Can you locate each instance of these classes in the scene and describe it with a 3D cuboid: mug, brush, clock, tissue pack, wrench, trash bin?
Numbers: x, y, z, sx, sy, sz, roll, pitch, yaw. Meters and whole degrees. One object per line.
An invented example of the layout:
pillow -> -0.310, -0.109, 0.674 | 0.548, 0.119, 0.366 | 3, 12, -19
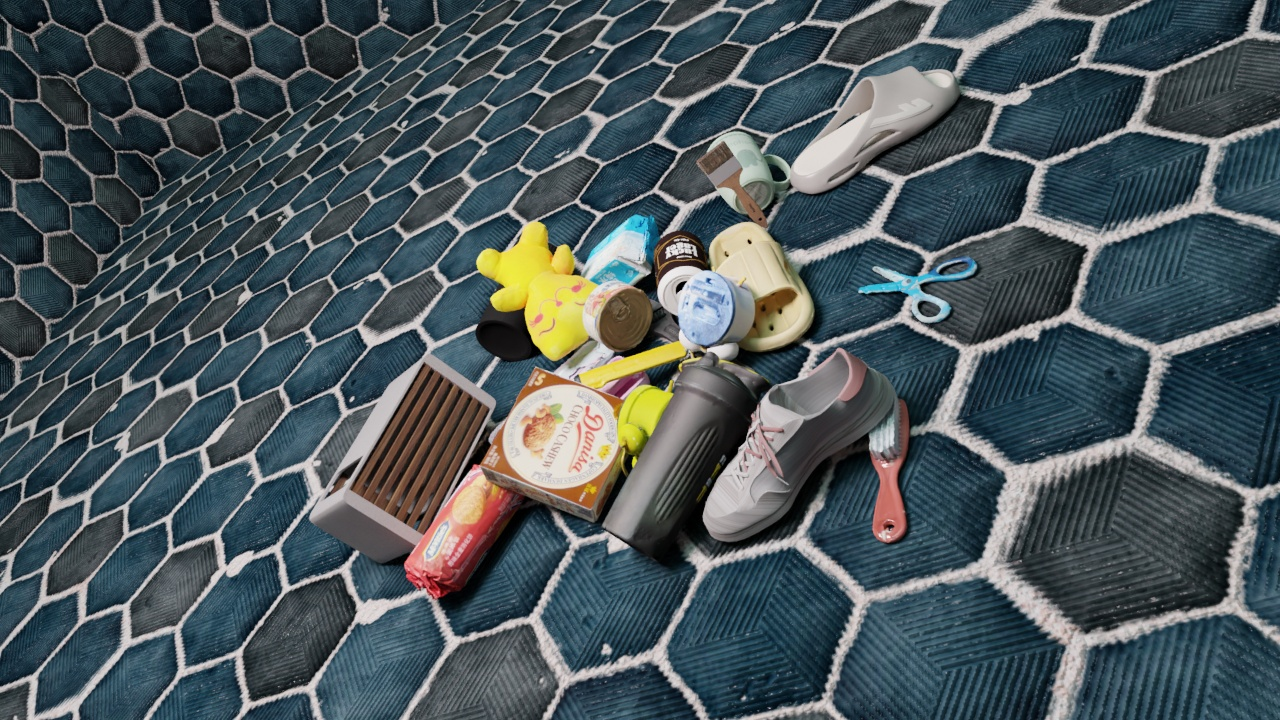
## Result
mug -> 0.160, -0.265, 1.309 | 0.111, 0.084, 0.104 | -9, 46, -11
brush -> 0.235, 0.095, 0.880 | 0.041, 0.030, 0.171 | -14, 42, 27
clock -> 0.010, 0.082, 1.033 | 0.057, 0.083, 0.118 | 12, 55, 38
brush -> 0.132, -0.228, 1.226 | 0.045, 0.143, 0.008 | -37, 34, 13
tissue pack -> -0.029, -0.138, 1.304 | 0.145, 0.061, 0.092 | -35, 27, 44
wrench -> 0.059, -0.024, 1.166 | 0.073, 0.018, 0.273 | -43, 38, -9
trash bin -> -0.301, 0.125, 1.176 | 0.115, 0.114, 0.228 | -29, 30, 47
clock -> 0.086, -0.046, 1.089 | 0.089, 0.051, 0.125 | 28, 109, 45

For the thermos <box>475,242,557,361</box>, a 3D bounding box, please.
thermos -> -0.170, -0.101, 1.377 | 0.086, 0.086, 0.198 | -9, 44, 32

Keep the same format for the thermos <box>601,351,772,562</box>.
thermos -> 0.044, 0.097, 0.963 | 0.098, 0.098, 0.220 | 19, 73, 48

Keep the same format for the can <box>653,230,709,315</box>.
can -> 0.055, -0.116, 1.212 | 0.072, 0.072, 0.128 | -26, 30, 13

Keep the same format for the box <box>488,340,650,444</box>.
box -> -0.095, 0.062, 1.179 | 0.201, 0.037, 0.153 | -43, 34, -10

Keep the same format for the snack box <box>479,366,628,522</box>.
snack box -> -0.089, 0.096, 1.070 | 0.147, 0.041, 0.142 | 20, 61, 14

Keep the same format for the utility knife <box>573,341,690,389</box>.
utility knife -> -0.007, 0.007, 1.131 | 0.159, 0.017, 0.030 | -20, 57, -1

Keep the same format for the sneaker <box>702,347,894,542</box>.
sneaker -> 0.136, 0.075, 0.906 | 0.236, 0.089, 0.099 | -44, 29, 5

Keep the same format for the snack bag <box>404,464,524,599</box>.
snack bag -> -0.207, 0.200, 1.084 | 0.082, 0.082, 0.176 | 7, 53, 43

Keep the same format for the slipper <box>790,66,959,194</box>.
slipper -> 0.310, -0.334, 1.255 | 0.266, 0.080, 0.113 | -34, 33, 3

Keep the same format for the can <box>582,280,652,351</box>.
can -> -0.029, -0.058, 1.187 | 0.086, 0.086, 0.043 | -45, 39, -12

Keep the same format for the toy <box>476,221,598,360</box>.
toy -> -0.133, -0.089, 1.267 | 0.134, 0.087, 0.194 | -39, 70, -16

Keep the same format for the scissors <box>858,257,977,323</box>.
scissors -> 0.317, -0.093, 1.041 | 0.117, 0.013, 0.140 | -41, 35, -6

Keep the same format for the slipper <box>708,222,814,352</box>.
slipper -> 0.133, -0.111, 1.154 | 0.111, 0.079, 0.261 | -30, 36, 13
